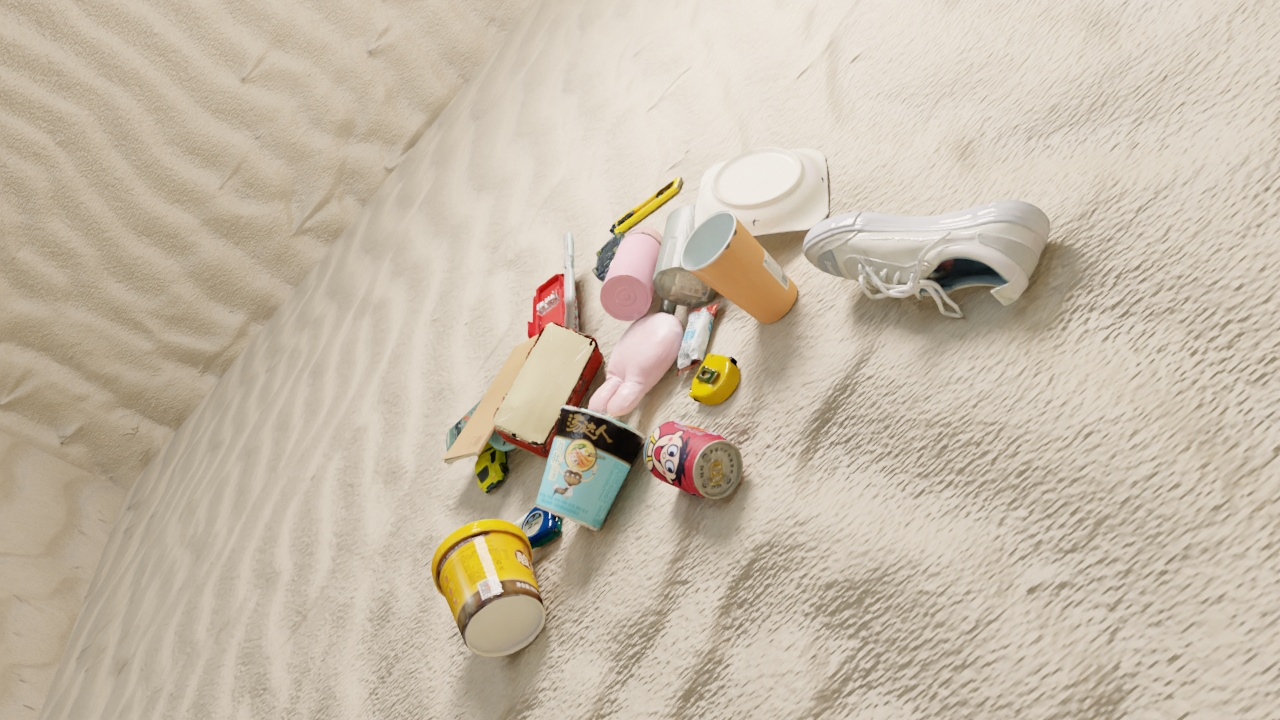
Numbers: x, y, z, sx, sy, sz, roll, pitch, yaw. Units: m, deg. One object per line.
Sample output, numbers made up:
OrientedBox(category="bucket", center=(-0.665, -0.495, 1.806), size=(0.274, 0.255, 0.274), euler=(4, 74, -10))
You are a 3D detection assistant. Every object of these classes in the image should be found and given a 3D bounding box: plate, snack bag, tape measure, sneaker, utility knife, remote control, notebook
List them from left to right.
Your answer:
OrientedBox(category="remote control", center=(-0.255, 0.091, 1.434), size=(0.135, 0.019, 0.056), euler=(-42, 31, 18))
OrientedBox(category="notebook", center=(-0.203, 0.051, 1.308), size=(0.150, 0.012, 0.211), euler=(-20, 37, 60))
OrientedBox(category="tape measure", center=(-0.120, 0.202, 1.119), size=(0.058, 0.025, 0.054), euler=(-33, 33, 24))
OrientedBox(category="utility knife", center=(0.006, -0.238, 1.421), size=(0.154, 0.015, 0.033), euler=(-32, 38, 32))
OrientedBox(category="snack bag", center=(0.068, -0.028, 1.098), size=(0.048, 0.026, 0.104), euler=(-27, 39, 48))
OrientedBox(category="tape measure", center=(0.082, 0.020, 1.026), size=(0.057, 0.029, 0.060), euler=(11, 67, 57))
OrientedBox(category="plate", center=(0.144, -0.212, 1.114), size=(0.164, 0.034, 0.163), euler=(-7, 47, 17))
OrientedBox(category="sneaker", center=(0.250, -0.086, 0.853), size=(0.243, 0.089, 0.090), euler=(2, 64, 48))

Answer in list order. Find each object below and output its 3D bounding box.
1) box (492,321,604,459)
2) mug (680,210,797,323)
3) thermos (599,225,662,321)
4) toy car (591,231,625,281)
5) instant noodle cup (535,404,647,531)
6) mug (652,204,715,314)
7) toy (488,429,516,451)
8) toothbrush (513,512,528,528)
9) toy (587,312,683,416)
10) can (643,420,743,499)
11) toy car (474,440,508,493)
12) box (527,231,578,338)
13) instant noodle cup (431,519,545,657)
OrientedBox(category="box", center=(-0.124, 0.036, 1.213), size=(0.091, 0.077, 0.168), euler=(22, 71, 15))
OrientedBox(category="mug", center=(0.114, -0.098, 1.011), size=(0.078, 0.122, 0.078), euler=(-36, 34, 29))
OrientedBox(category="thermos", center=(-0.015, -0.119, 1.229), size=(0.087, 0.067, 0.198), euler=(-29, 21, 20))
OrientedBox(category="toy car", center=(-0.041, -0.154, 1.381), size=(0.054, 0.037, 0.120), euler=(-42, 21, 19))
OrientedBox(category="instant noodle cup", center=(-0.062, 0.126, 1.051), size=(0.111, 0.111, 0.120), euler=(3, 68, 55))
OrientedBox(category="mug", center=(0.058, -0.121, 1.175), size=(0.124, 0.083, 0.103), euler=(122, 165, -55))
OrientedBox(category="toy", center=(-0.178, 0.080, 1.304), size=(0.162, 0.050, 0.155), euler=(-24, 30, 28))
OrientedBox(category="toothbrush", center=(-0.166, 0.216, 1.177), size=(0.190, 0.029, 0.020), euler=(-35, 76, 26))
OrientedBox(category="toy", center=(-0.007, 0.007, 1.136), size=(0.121, 0.054, 0.159), euler=(-4, 49, 58))
OrientedBox(category="can", center=(0.054, 0.102, 0.939), size=(0.094, 0.066, 0.066), euler=(14, 70, 58))
OrientedBox(category="toy car", center=(-0.216, 0.143, 1.312), size=(0.048, 0.032, 0.105), euler=(-43, 29, 18))
OrientedBox(category="box", center=(-0.122, -0.088, 1.397), size=(0.160, 0.065, 0.200), euler=(-60, 22, 32))
OrientedBox(category="instant noodle cup", center=(-0.168, 0.261, 1.040), size=(0.118, 0.118, 0.114), euler=(-48, 37, 9))
